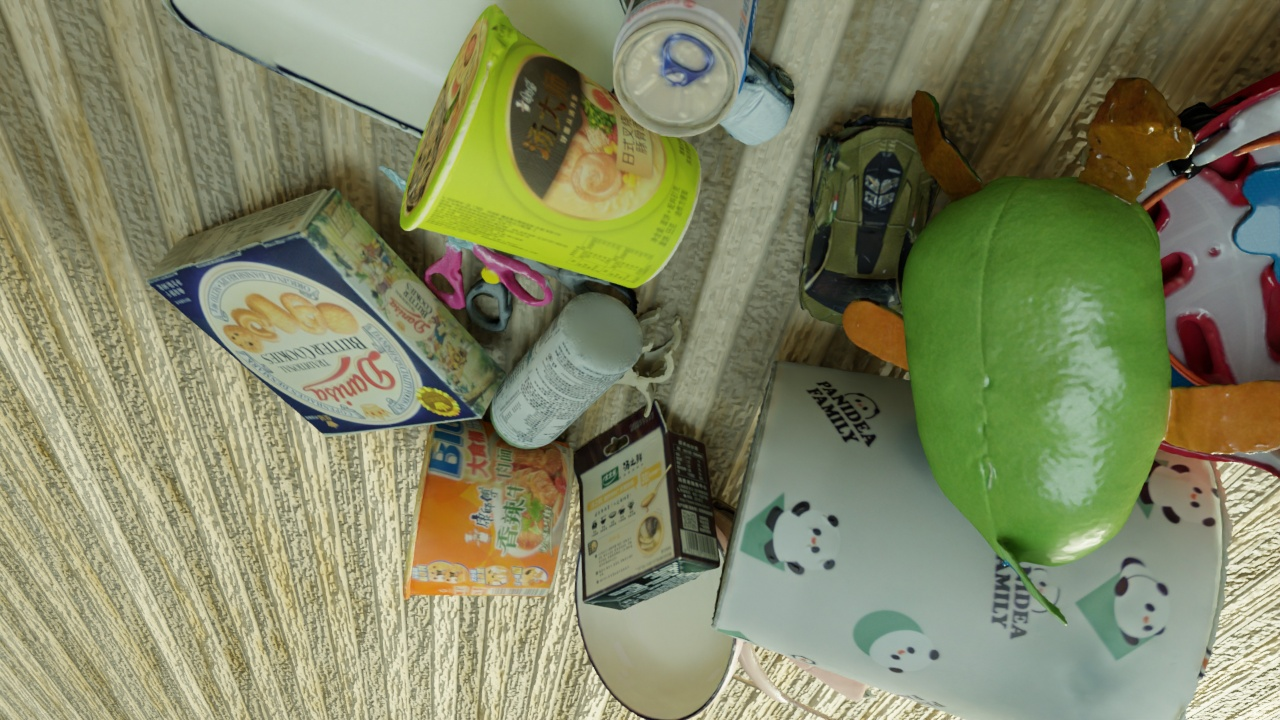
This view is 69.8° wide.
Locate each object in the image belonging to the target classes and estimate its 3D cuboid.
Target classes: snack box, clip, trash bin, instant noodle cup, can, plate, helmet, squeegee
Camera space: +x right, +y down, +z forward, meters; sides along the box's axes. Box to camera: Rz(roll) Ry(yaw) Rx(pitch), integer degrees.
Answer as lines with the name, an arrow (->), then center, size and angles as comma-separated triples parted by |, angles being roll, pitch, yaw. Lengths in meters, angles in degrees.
snack box -> -0.001, 0.114, 0.708 | 0.053, 0.125, 0.114 | 23, 139, -35
clip -> 0.001, 0.005, 0.648 | 0.070, 0.034, 0.100 | 21, 142, -11
trash bin -> 0.189, 0.115, 0.596 | 0.252, 0.228, 0.230 | 14, 138, 7
instant noodle cup -> -0.040, -0.094, 0.454 | 0.123, 0.111, 0.112 | 20, 138, -24
can -> -0.055, 0.011, 0.634 | 0.058, 0.058, 0.147 | 26, 145, -15
instant noodle cup -> -0.117, 0.117, 0.720 | 0.111, 0.151, 0.152 | 10, 138, -9
plate -> -0.129, -0.199, 0.457 | 0.265, 0.034, 0.162 | 23, 137, -12
plate -> 0.019, 0.197, 0.761 | 0.039, 0.192, 0.193 | 3, 150, -43
snack box -> -0.216, -0.022, 0.638 | 0.178, 0.045, 0.182 | -8, 134, 35
helmet -> 0.327, -0.049, 0.432 | 0.241, 0.143, 0.207 | -10, 117, 57
can -> 0.024, -0.154, 0.395 | 0.053, 0.134, 0.053 | 7, 137, 6
squeegee -> 0.099, 0.257, 0.854 | 0.248, 0.040, 0.250 | 5, 130, 52

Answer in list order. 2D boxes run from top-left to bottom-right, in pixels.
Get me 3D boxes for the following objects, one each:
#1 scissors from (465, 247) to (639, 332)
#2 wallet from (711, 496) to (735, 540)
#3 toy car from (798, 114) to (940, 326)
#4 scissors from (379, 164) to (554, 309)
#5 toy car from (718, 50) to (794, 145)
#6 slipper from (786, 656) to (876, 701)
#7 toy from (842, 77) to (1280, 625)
scissors -> -0.073, -0.065, 0.583 | 0.159, 0.014, 0.179 | 11, 149, -8
wallet -> 0.068, 0.182, 0.785 | 0.090, 0.033, 0.115 | 32, 114, 8
toy car -> 0.130, -0.072, 0.530 | 0.070, 0.042, 0.158 | 5, 140, 8
scissors -> -0.115, -0.070, 0.564 | 0.119, 0.017, 0.133 | -14, 135, 39
toy car -> 0.040, -0.146, 0.476 | 0.090, 0.034, 0.043 | 33, 130, -23
slipper -> 0.192, 0.240, 0.765 | 0.274, 0.054, 0.114 | 31, 127, -24
toy -> 0.183, -0.007, 0.432 | 0.227, 0.089, 0.247 | 22, 126, 52
